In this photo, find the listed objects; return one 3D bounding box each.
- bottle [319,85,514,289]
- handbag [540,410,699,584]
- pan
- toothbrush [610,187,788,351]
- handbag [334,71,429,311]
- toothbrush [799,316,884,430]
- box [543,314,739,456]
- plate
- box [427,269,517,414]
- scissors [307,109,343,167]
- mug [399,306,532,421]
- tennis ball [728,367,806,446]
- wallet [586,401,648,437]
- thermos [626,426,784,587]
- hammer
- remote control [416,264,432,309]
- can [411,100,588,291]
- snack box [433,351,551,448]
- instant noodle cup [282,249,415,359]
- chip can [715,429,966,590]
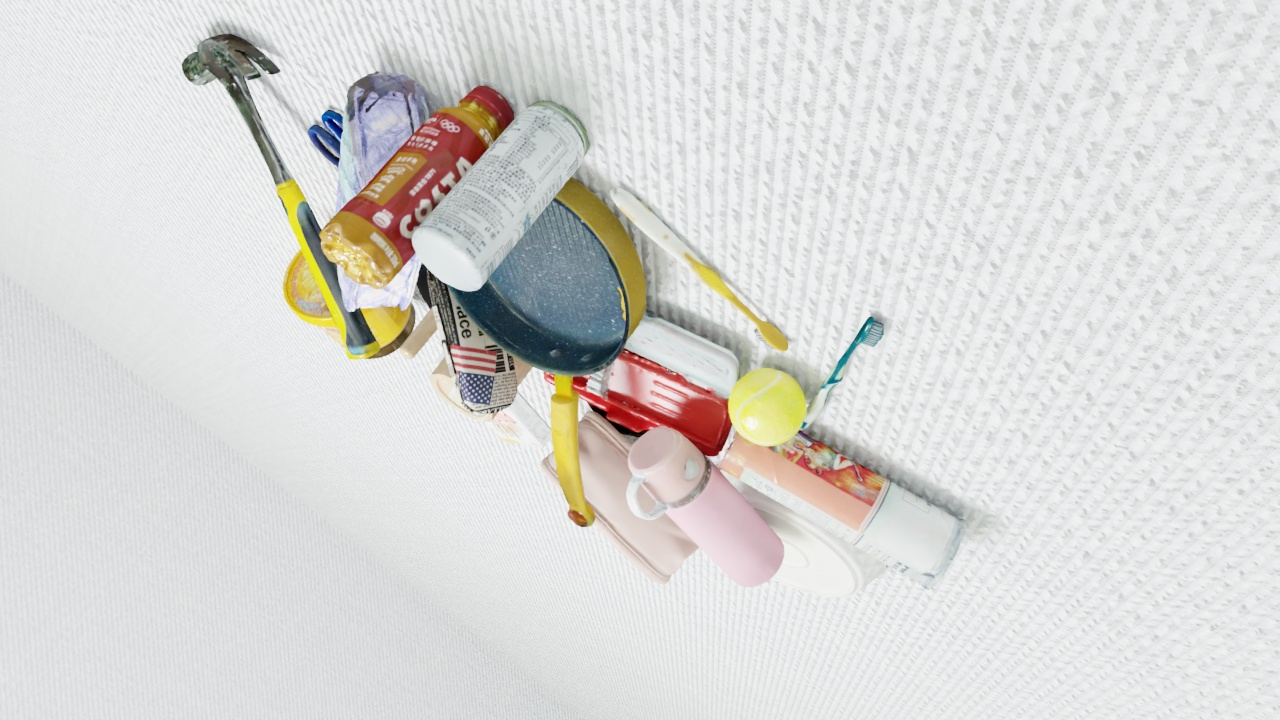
[{"bbox_3d":[-0.155,-0.131,0.665,0.057,0.174,0.058,26,152,15],"label":"bottle"},{"bbox_3d":[-0.024,0.157,1.076,0.193,0.093,0.234,44,172,-1],"label":"handbag"},{"bbox_3d":[-0.078,-0.002,0.812,0.198,0.078,0.358,9,131,32],"label":"pan"},{"bbox_3d":[0.047,-0.069,0.722,0.191,0.016,0.018,41,161,-14],"label":"toothbrush"},{"bbox_3d":[-0.219,-0.132,0.786,0.075,0.134,0.194,-5,159,-24],"label":"handbag"},{"bbox_3d":[0.158,0.017,0.740,0.018,0.016,0.192,20,151,4],"label":"toothbrush"},{"bbox_3d":[-0.003,0.001,0.855,0.201,0.058,0.161,24,141,17],"label":"box"},{"bbox_3d":[0.160,0.189,0.987,0.205,0.045,0.205,27,152,15],"label":"plate"},{"bbox_3d":[-0.165,-0.027,0.899,0.052,0.068,0.164,-19,84,65],"label":"box"},{"bbox_3d":[-0.242,-0.172,0.875,0.172,0.012,0.133,31,153,2],"label":"scissors"},{"bbox_3d":[-0.174,-0.011,0.961,0.124,0.103,0.084,39,153,-11],"label":"mug"},{"bbox_3d":[0.107,0.039,0.776,0.065,0.065,0.066,26,152,15],"label":"tennis ball"},{"bbox_3d":[-0.034,0.035,0.978,0.096,0.020,0.122,3,138,46],"label":"wallet"},{"bbox_3d":[0.059,0.148,0.874,0.067,0.087,0.198,5,146,47],"label":"thermos"},{"bbox_3d":[-0.331,-0.149,0.876,0.126,0.031,0.323,-2,116,47],"label":"hammer"},{"bbox_3d":[-0.209,-0.051,1.022,0.053,0.024,0.136,10,145,40],"label":"remote control"},{"bbox_3d":[-0.097,-0.119,0.652,0.058,0.146,0.058,26,152,15],"label":"can"},{"bbox_3d":[-0.184,0.049,1.157,0.085,0.026,0.157,3,139,45],"label":"snack box"},{"bbox_3d":[-0.314,-0.068,1.018,0.118,0.118,0.114,22,159,21],"label":"instant noodle cup"},{"bbox_3d":[0.177,0.120,0.826,0.215,0.071,0.071,29,153,10],"label":"chip can"}]
